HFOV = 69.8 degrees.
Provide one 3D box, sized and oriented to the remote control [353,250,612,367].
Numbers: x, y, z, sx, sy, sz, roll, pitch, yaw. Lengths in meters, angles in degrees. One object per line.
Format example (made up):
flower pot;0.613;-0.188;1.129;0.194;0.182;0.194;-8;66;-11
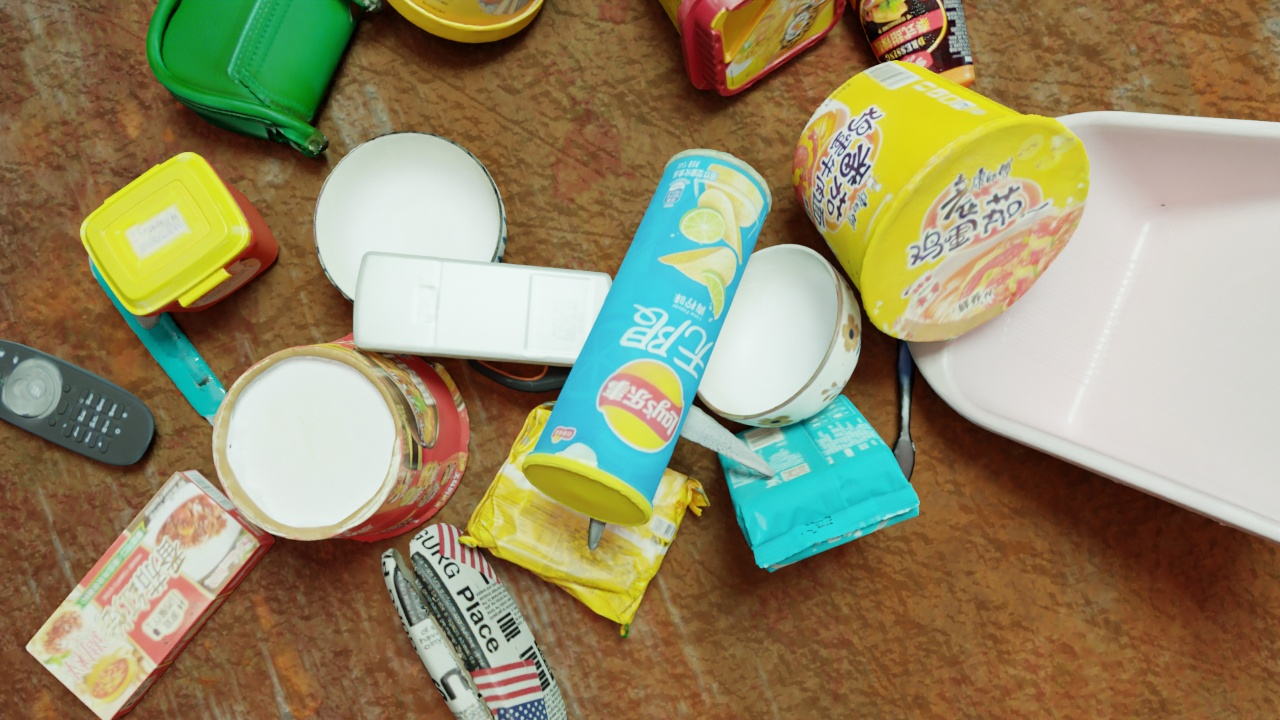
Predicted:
remote control;-0.090;-0.029;0.538;0.150;0.021;0.058;5;82;-8

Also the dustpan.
dustpan;0.284;-0.034;0.501;0.138;0.274;0.222;24;84;-26

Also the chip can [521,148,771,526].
chip can;0.009;-0.018;0.511;0.071;0.071;0.209;22;65;3

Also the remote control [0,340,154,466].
remote control;-0.383;0.028;0.611;0.136;0.024;0.053;23;90;4

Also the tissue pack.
tissue pack;0.099;0.070;0.537;0.093;0.133;0.050;-22;102;4

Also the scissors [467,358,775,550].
scissors;-0.008;0.004;0.561;0.234;0.022;0.220;21;67;28

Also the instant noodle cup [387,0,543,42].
instant noodle cup;-0.101;-0.276;0.552;0.118;0.115;0.118;6;72;-18

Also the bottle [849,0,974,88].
bottle;0.181;-0.198;0.586;0.067;0.066;0.149;-20;93;1

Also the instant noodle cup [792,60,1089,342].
instant noodle cup;0.158;-0.096;0.521;0.138;0.138;0.109;-31;45;0

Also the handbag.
handbag;-0.240;-0.209;0.595;0.120;0.068;0.131;22;88;2

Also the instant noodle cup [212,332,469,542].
instant noodle cup;-0.184;0.050;0.560;0.138;0.108;0.138;0;88;2

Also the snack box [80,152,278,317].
snack box;-0.285;-0.073;0.584;0.091;0.080;0.082;-34;86;0

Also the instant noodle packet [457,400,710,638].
instant noodle packet;-0.034;0.099;0.585;0.128;0.044;0.110;29;87;1

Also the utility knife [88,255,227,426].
utility knife;-0.321;-0.018;0.616;0.029;0.013;0.166;-39;87;1

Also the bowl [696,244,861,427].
bowl;0.091;-0.008;0.567;0.062;0.113;0.113;29;88;-40

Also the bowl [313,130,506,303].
bowl;-0.140;-0.080;0.586;0.116;0.066;0.116;0;86;1

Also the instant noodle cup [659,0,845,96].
instant noodle cup;0.053;-0.253;0.571;0.116;0.116;0.123;-33;75;1

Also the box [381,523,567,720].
box;-0.096;0.176;0.574;0.082;0.075;0.163;-29;84;-11

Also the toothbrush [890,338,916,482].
toothbrush;0.174;-0.012;0.600;0.014;0.016;0.189;3;85;6

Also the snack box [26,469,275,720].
snack box;-0.320;0.152;0.602;0.075;0.025;0.153;41;89;4
